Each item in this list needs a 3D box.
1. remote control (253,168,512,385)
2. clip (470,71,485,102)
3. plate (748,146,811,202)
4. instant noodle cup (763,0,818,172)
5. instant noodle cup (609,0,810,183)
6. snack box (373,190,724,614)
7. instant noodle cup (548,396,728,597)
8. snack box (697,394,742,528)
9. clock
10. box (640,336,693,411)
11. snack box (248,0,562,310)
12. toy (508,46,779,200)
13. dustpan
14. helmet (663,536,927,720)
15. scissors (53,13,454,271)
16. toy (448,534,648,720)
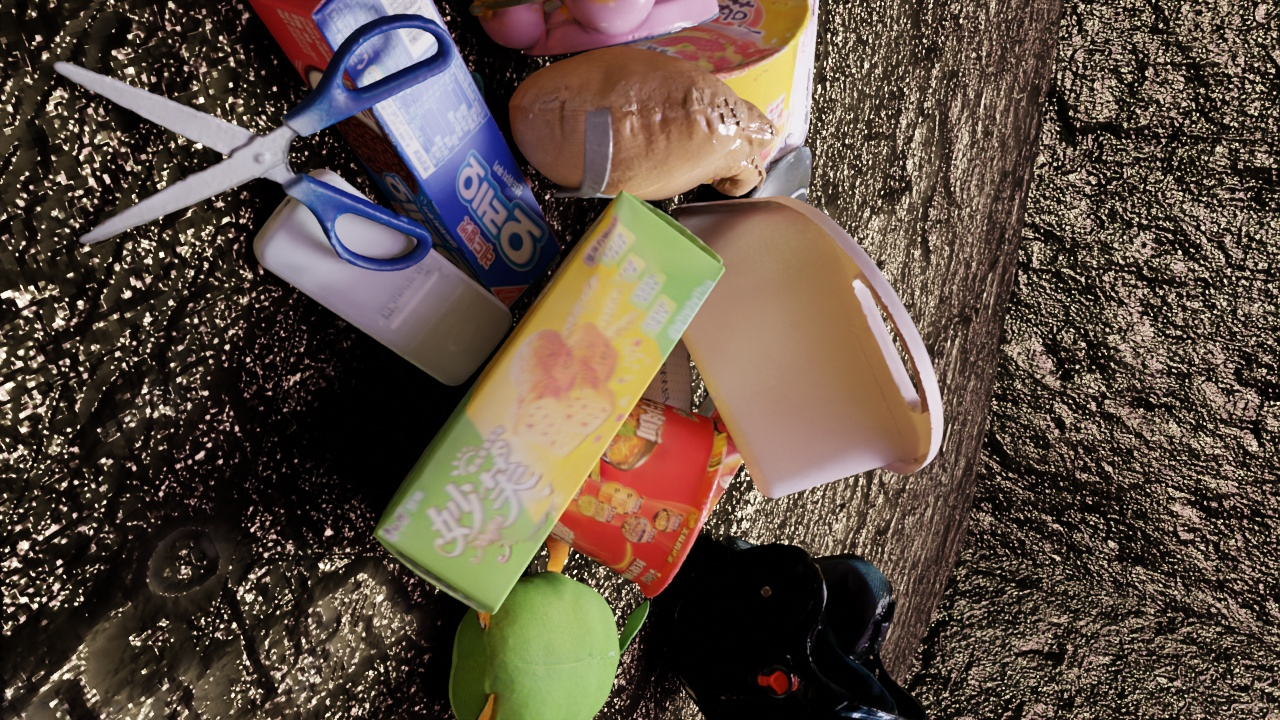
[{"bbox_3d":[-0.126,-0.038,0.467,0.056,0.020,0.136,-51,131,0],"label":"remote control"},{"bbox_3d":[-0.098,-0.135,0.527,0.038,0.013,0.056,-45,142,-41],"label":"clip"},{"bbox_3d":[0.113,-0.113,0.848,0.179,0.024,0.180,-51,164,-21],"label":"plate"},{"bbox_3d":[0.095,-0.251,0.769,0.137,0.060,0.174,-39,135,-47],"label":"instant noodle cup"},{"bbox_3d":[0.047,-0.200,0.642,0.137,0.138,0.110,-59,158,-26],"label":"instant noodle cup"},{"bbox_3d":[-0.056,0.023,0.507,0.209,0.070,0.158,-55,-172,-13],"label":"snack box"},{"bbox_3d":[-0.016,0.084,0.649,0.138,0.108,0.138,-158,-88,-84],"label":"instant noodle cup"},{"bbox_3d":[0.049,0.095,0.799,0.127,0.044,0.113,-58,-178,7],"label":"snack box"},{"bbox_3d":[-0.026,-0.209,0.515,0.158,0.117,0.060,-43,129,-48],"label":"clock"},{"bbox_3d":[-0.004,0.004,0.728,0.089,0.059,0.184,-48,141,-42],"label":"box"},{"bbox_3d":[-0.107,-0.110,0.468,0.057,0.058,0.208,-51,146,-18],"label":"snack box"},{"bbox_3d":[0.008,-0.131,0.547,0.225,0.143,0.082,-19,118,-70],"label":"toy"},{"bbox_3d":[0.118,-0.019,0.659,0.222,0.139,0.272,61,16,-14],"label":"dustpan"},{"bbox_3d":[0.158,0.309,0.967,0.230,0.274,0.233,-51,145,13],"label":"helmet"},{"bbox_3d":[-0.145,-0.087,0.386,0.162,0.012,0.176,-44,141,4],"label":"scissors"},{"bbox_3d":[-0.076,0.218,0.673,0.246,0.090,0.226,35,59,-64],"label":"toy"}]
